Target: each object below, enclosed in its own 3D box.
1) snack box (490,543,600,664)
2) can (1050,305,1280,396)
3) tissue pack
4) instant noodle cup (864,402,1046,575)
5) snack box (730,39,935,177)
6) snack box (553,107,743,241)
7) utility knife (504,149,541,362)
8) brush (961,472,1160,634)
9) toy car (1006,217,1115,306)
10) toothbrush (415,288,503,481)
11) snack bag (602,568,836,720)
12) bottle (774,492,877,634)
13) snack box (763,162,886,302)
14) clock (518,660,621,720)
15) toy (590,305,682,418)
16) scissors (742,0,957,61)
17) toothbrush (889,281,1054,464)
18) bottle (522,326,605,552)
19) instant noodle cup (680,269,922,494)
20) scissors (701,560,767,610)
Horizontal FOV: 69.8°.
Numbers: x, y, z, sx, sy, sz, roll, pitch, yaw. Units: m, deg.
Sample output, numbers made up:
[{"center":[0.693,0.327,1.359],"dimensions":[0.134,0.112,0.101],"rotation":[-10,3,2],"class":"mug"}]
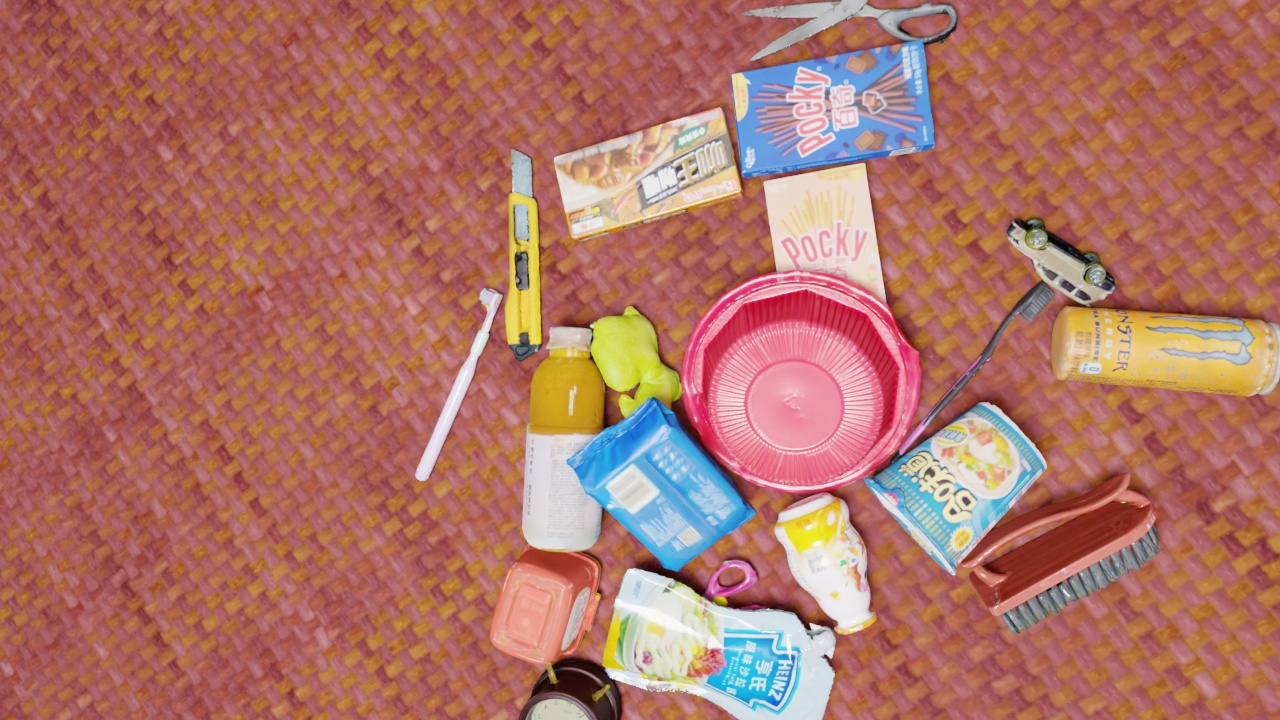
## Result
[{"center":[-0.082,0.210,0.788],"dimensions":[0.082,0.080,0.091],"rotation":[17,94,11],"class":"snack box"},{"center":[0.392,-0.008,0.692],"dimensions":[0.146,0.058,0.058],"rotation":[5,91,12],"class":"can"},{"center":[0.020,0.104,0.759],"dimensions":[0.095,0.052,0.157],"rotation":[-38,118,8],"class":"tissue pack"},{"center":[0.248,0.093,0.711],"dimensions":[0.110,0.099,0.099],"rotation":[-41,82,2],"class":"instant noodle cup"},{"center":[0.157,-0.206,0.758],"dimensions":[0.157,0.026,0.084],"rotation":[-7,90,12],"class":"snack box"},{"center":[0.006,-0.159,0.792],"dimensions":[0.154,0.026,0.075],"rotation":[-14,88,12],"class":"snack box"},{"center":[-0.107,-0.095,0.823],"dimensions":[0.033,0.015,0.193],"rotation":[-2,90,10],"class":"utility knife"},{"center":[0.325,0.144,0.706],"dimensions":[0.146,0.063,0.069],"rotation":[-32,97,10],"class":"brush"},{"center":[0.324,-0.079,0.714],"dimensions":[0.090,0.042,0.035],"rotation":[36,117,4],"class":"toy car"},{"center":[-0.167,0.024,0.837],"dimensions":[0.021,0.029,0.189],"rotation":[19,97,-26],"class":"toothbrush"},{"center":[0.067,0.246,0.770],"dimensions":[0.191,0.038,0.110],"rotation":[15,99,9],"class":"snack bag"},{"center":[0.154,0.165,0.744],"dimensions":[0.063,0.063,0.108],"rotation":[-24,85,11],"class":"bottle"},{"center":[0.155,-0.078,0.760],"dimensions":[0.084,0.026,0.157],"rotation":[-9,89,13],"class":"snack box"},{"center":[-0.065,0.321,0.796],"dimensions":[0.082,0.055,0.122],"rotation":[17,101,11],"class":"clock"},{"center":[-0.005,0.005,0.777],"dimensions":[0.100,0.096,0.031],"rotation":[39,141,-13],"class":"toy"},{"center":[0.179,-0.295,0.762],"dimensions":[0.159,0.014,0.171],"rotation":[35,100,12],"class":"scissors"},{"center":[0.267,0.014,0.744],"dimensions":[0.018,0.014,0.189],"rotation":[38,99,-3],"class":"toothbrush"},{"center":[-0.064,0.066,0.788],"dimensions":[0.068,0.068,0.189],"rotation":[2,89,12],"class":"bottle"},{"center":[0.124,0.027,0.727],"dimensions":[0.194,0.065,0.194],"rotation":[3,105,11],"class":"instant noodle cup"},{"center":[0.050,0.228,0.795],"dimensions":[0.138,0.017,0.077],"rotation":[-31,93,15],"class":"scissors"}]
